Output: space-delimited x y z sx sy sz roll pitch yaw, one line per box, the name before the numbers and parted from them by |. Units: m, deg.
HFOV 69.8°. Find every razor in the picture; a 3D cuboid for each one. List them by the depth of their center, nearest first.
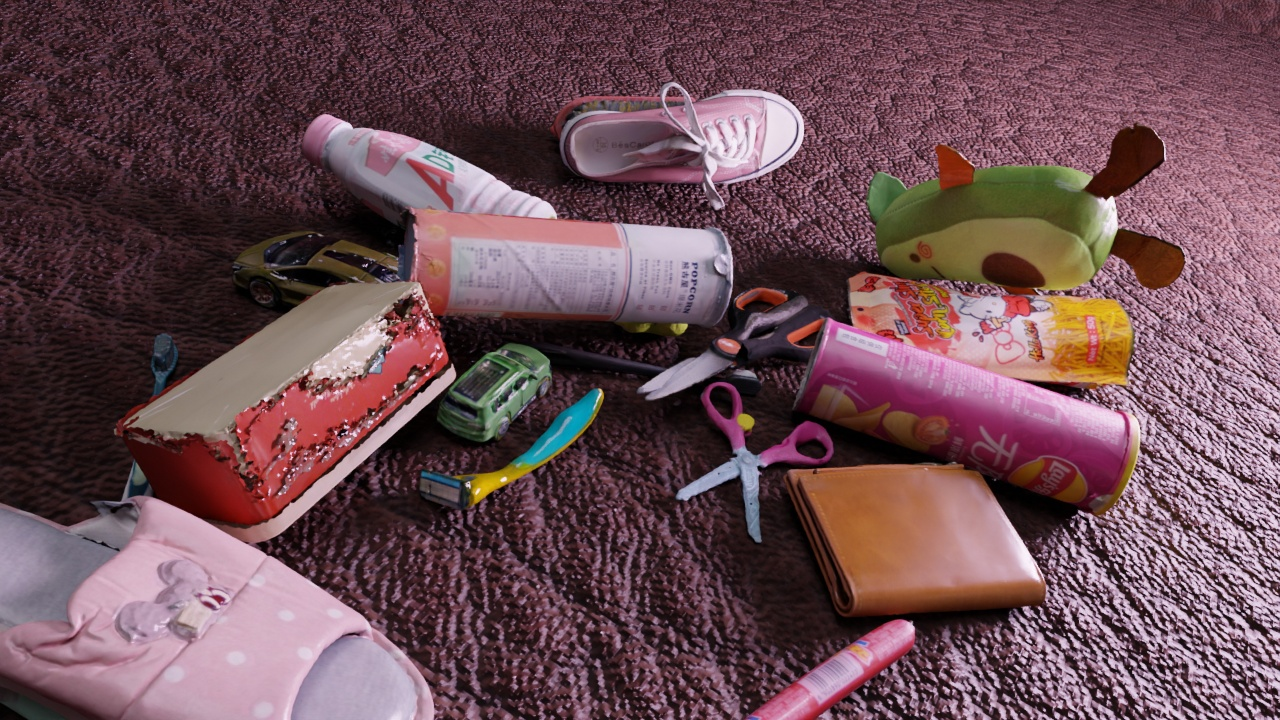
razor | -0.068 0.052 0.549 0.043 0.028 0.132 4 26 44

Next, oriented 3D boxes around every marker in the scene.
marker | -0.199 -0.135 0.756 0.022 0.018 0.130 38 25 -34

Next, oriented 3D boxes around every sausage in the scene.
sausage | 0.089 0.165 0.459 0.155 0.020 0.020 -18 47 -35

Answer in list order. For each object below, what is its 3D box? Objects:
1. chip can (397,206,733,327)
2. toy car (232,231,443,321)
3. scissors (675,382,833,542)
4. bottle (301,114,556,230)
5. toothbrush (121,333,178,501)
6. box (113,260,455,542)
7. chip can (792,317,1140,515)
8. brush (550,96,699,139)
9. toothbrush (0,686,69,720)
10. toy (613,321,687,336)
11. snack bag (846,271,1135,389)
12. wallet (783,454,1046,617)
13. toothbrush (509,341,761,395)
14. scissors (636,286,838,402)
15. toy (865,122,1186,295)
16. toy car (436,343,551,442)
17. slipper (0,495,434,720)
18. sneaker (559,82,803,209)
chip can | -0.050 -0.060 0.612 0.214 0.071 0.071 1 39 -21
toy car | -0.207 -0.055 0.636 0.158 0.042 0.070 16 37 7
scissors | 0.077 0.064 0.591 0.125 0.017 0.133 10 42 -10
bottle | -0.163 -0.129 0.701 0.197 0.068 0.068 27 39 6
toothbrush | -0.271 0.046 0.503 0.016 0.018 0.191 -1 39 -19
box | -0.185 0.012 0.499 0.091 0.079 0.167 2 31 28
chip can | 0.215 0.036 0.622 0.210 0.072 0.071 19 37 8
brush | -0.015 -0.228 0.906 0.145 0.063 0.069 -4 10 -19
toothbrush | -0.246 0.139 0.384 0.224 0.026 0.027 23 17 12
toy | -0.006 -0.054 0.702 0.096 0.031 0.100 4 42 -19
snack bag | 0.270 -0.024 0.733 0.208 0.073 0.128 8 37 5
wallet | 0.161 0.098 0.554 0.130 0.035 0.119 1 39 -18
toothbrush | -0.004 0.004 0.642 0.181 0.016 0.018 8 31 -8
scissors | 0.082 -0.004 0.653 0.137 0.022 0.234 22 31 7
toy | 0.302 -0.108 0.756 0.247 0.227 0.089 0 55 43
toy car | -0.091 0.016 0.583 0.043 0.036 0.091 23 34 14
slipper | -0.215 0.103 0.384 0.274 0.054 0.114 20 18 0
sneaker | 0.049 -0.199 0.846 0.240 0.118 0.088 -7 24 -16
